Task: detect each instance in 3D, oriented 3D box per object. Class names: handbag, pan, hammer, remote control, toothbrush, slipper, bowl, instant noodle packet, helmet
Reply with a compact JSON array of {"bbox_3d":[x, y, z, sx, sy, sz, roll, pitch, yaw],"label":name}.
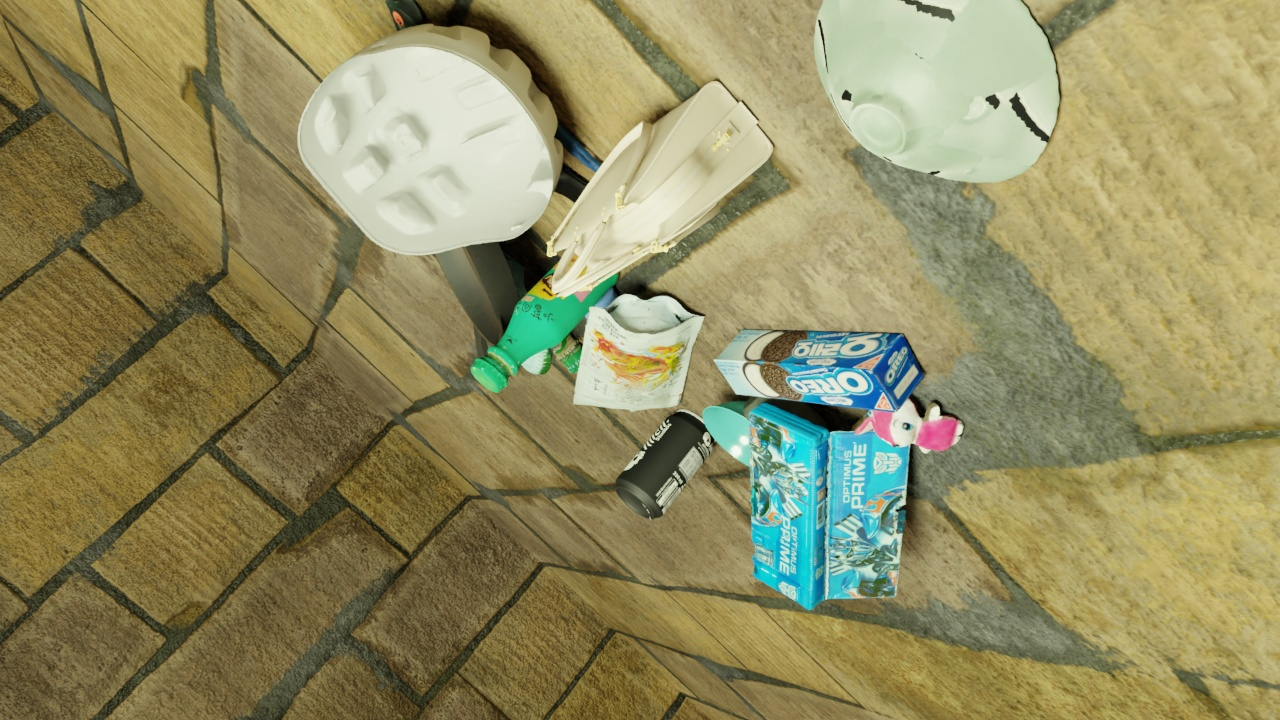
[{"bbox_3d":[-0.009,-0.123,0.787,0.101,0.197,0.195,46,157,-13],"label":"handbag"},{"bbox_3d":[-0.211,-0.090,1.196,0.248,0.043,0.357,52,160,29],"label":"pan"},{"bbox_3d":[-0.229,-0.278,1.078,0.133,0.033,0.334,31,155,24],"label":"hammer"},{"bbox_3d":[-0.082,-0.192,1.010,0.140,0.021,0.045,35,158,11],"label":"remote control"},{"bbox_3d":[-0.048,-0.203,0.942,0.132,0.016,0.021,40,155,0],"label":"toothbrush"},{"bbox_3d":[-0.189,-0.101,1.281,0.276,0.069,0.116,54,151,16],"label":"slipper"},{"bbox_3d":[0.171,-0.167,0.593,0.174,0.067,0.174,36,156,18],"label":"bowl"},{"bbox_3d":[-0.007,0.007,1.155,0.147,0.057,0.270,4,152,-4],"label":"instant noodle packet"},{"bbox_3d":[0.139,0.083,1.129,0.121,0.046,0.121,34,157,17],"label":"bowl"},{"bbox_3d":[-0.196,-0.225,0.916,0.224,0.183,0.283,44,155,-29],"label":"helmet"}]

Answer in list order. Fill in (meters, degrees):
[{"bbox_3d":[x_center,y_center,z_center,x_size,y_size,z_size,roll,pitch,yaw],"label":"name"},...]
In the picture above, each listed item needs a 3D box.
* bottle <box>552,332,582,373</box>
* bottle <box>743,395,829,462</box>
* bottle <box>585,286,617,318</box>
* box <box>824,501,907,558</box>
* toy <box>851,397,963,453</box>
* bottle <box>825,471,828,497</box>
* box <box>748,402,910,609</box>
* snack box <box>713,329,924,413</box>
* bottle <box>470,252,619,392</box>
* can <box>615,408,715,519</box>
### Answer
[{"bbox_3d":[-0.121,-0.033,1.340,0.110,0.042,0.043,49,157,-16],"label":"bottle"},{"bbox_3d":[0.172,0.074,1.042,0.108,0.060,0.060,42,158,-2],"label":"bottle"},{"bbox_3d":[-0.034,-0.039,1.178,0.048,0.048,0.131,21,150,40],"label":"bottle"},{"bbox_3d":[0.250,0.224,1.184,0.107,0.094,0.217,17,159,-9],"label":"box"},{"bbox_3d":[0.259,0.063,0.897,0.102,0.050,0.066,19,127,24],"label":"toy"},{"bbox_3d":[0.220,0.137,1.087,0.056,0.056,0.161,46,158,-11],"label":"bottle"},{"bbox_3d":[0.200,0.173,1.011,0.174,0.063,0.244,9,123,23],"label":"box"},{"bbox_3d":[0.172,0.007,0.925,0.227,0.059,0.059,6,135,55],"label":"snack box"},{"bbox_3d":[-0.113,-0.050,1.073,0.068,0.209,0.068,34,156,17],"label":"bottle"},{"bbox_3d":[0.036,0.144,1.275,0.080,0.145,0.080,34,157,17],"label":"can"}]
